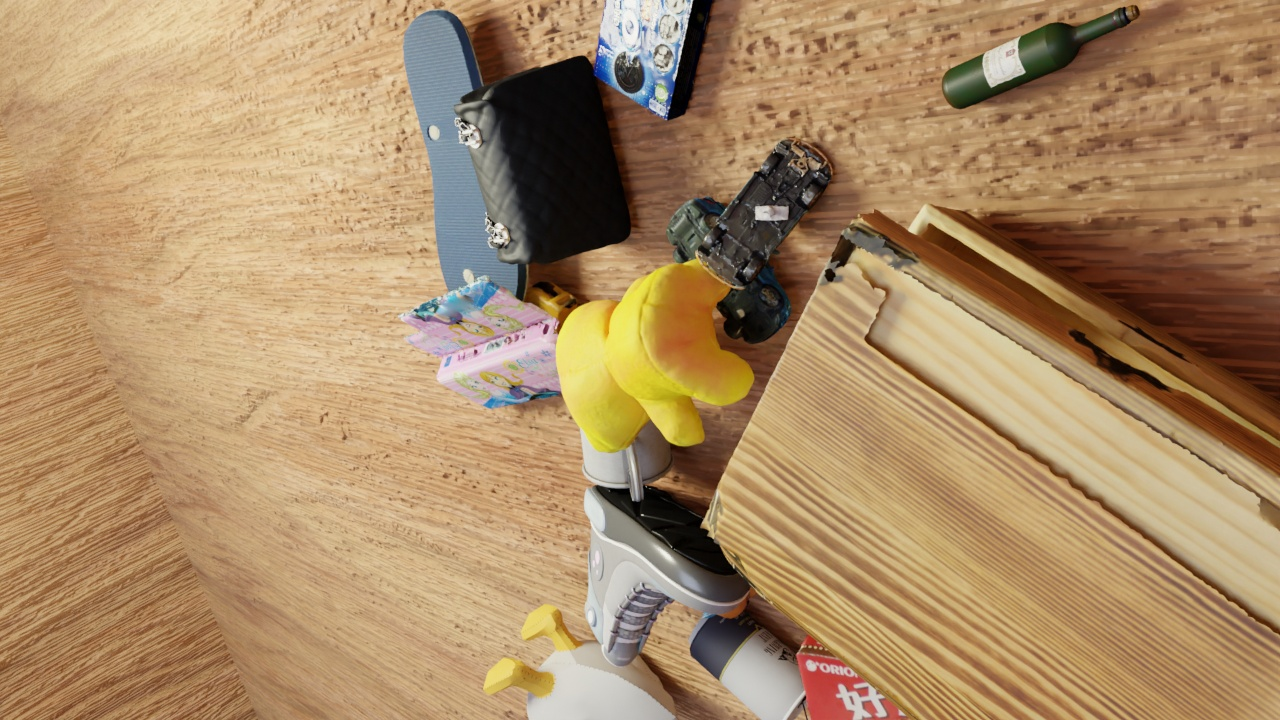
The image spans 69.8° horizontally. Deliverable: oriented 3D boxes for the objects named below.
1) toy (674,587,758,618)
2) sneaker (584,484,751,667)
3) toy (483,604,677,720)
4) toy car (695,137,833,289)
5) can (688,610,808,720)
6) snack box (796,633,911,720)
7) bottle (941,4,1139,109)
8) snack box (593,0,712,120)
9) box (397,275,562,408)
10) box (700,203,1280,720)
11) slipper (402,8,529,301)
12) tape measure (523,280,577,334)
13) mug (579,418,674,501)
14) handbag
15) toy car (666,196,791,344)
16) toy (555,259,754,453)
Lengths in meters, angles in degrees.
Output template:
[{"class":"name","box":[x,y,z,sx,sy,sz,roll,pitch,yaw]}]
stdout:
[{"class":"toy","box":[0.065,0.202,0.811,0.103,0.090,0.070,-32,98,19]},{"class":"sneaker","box":[0.010,0.204,0.789,0.257,0.093,0.160,-157,76,-69]},{"class":"toy","box":[-0.041,0.399,1.023,0.267,0.140,0.247,46,140,-9]},{"class":"toy car","box":[0.088,-0.101,0.645,0.047,0.047,0.112,40,94,11]},{"class":"can","box":[0.108,0.283,0.845,0.127,0.064,0.064,36,134,27]},{"class":"snack box","box":[0.237,0.250,0.645,0.237,0.060,0.113,-2,111,34]},{"class":"bottle","box":[0.215,-0.166,0.499,0.106,0.025,0.025,-14,101,50]},{"class":"snack box","box":[0.012,-0.259,0.656,0.082,0.027,0.150,37,135,26]},{"class":"box","box":[-0.145,-0.010,0.893,0.159,0.035,0.231,32,152,-31]},{"class":"box","box":[0.199,0.089,0.500,0.279,0.175,0.248,38,116,23]},{"class":"slipper","box":[-0.149,-0.173,0.855,0.118,0.060,0.295,6,114,40]},{"class":"tape measure","box":[-0.089,-0.046,0.885,0.059,0.030,0.068,39,143,24]},{"class":"mug","box":[-0.012,0.072,0.819,0.113,0.084,0.070,-114,17,-67]},{"class":"handbag","box":[-0.094,-0.158,0.752,0.115,0.124,0.154,9,119,44]},{"class":"toy car","box":[0.070,-0.070,0.693,0.120,0.043,0.056,56,140,9]},{"class":"toy","box":[-0.004,0.004,0.699,0.194,0.087,0.134,-22,75,56]}]
